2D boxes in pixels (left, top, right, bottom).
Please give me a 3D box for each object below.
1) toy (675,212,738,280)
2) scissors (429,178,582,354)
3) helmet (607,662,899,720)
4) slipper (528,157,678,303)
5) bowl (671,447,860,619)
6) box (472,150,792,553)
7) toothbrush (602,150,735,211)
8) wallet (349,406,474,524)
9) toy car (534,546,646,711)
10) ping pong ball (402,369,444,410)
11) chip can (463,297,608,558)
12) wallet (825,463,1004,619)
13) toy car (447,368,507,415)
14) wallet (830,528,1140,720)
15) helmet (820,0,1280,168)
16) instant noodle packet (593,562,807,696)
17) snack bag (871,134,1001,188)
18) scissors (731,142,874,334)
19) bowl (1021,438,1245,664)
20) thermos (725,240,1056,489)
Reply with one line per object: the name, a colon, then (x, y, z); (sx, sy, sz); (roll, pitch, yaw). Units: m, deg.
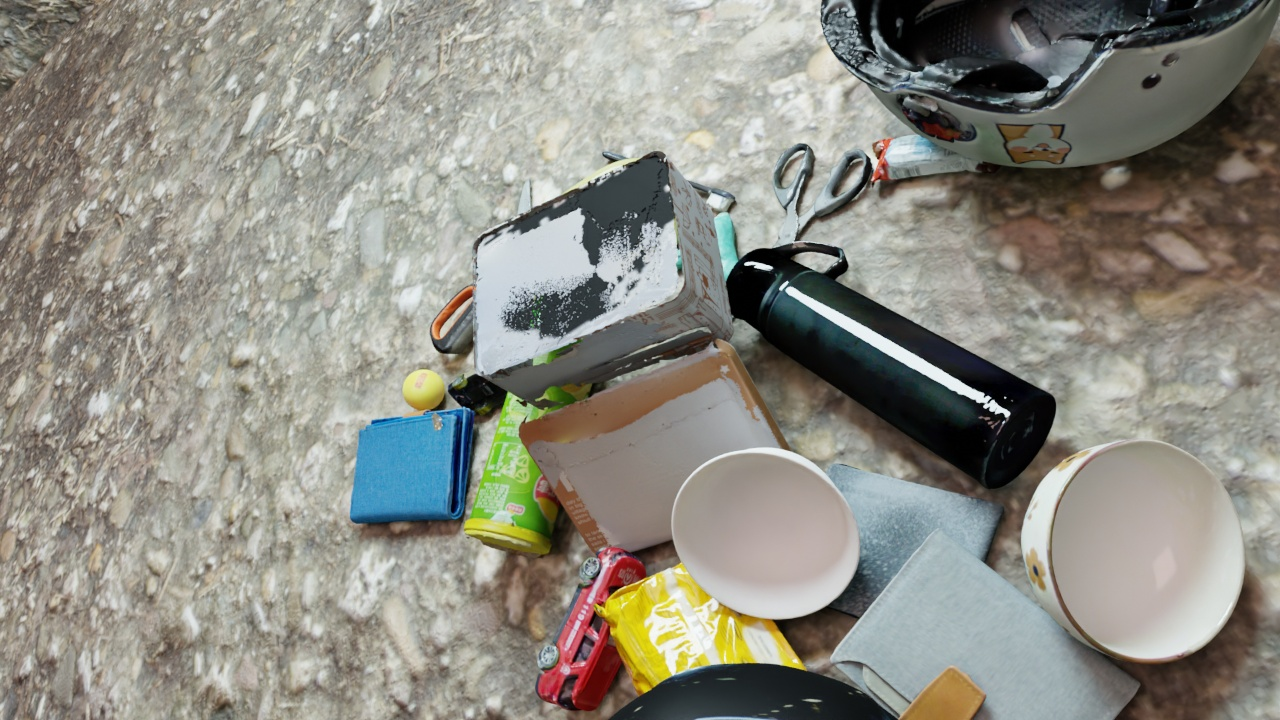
toy: (0.058, -0.085, 0.775); (0.097, 0.030, 0.091); (-25, 45, 30)
scissors: (-0.120, -0.083, 0.910); (0.221, 0.021, 0.224); (-39, 50, 4)
helmet: (0.055, 0.256, 0.428); (0.234, 0.275, 0.229); (2, 37, 13)
slipper: (-0.048, -0.119, 0.828); (0.190, 0.092, 0.081); (-26, 21, 5)
bowl: (0.085, 0.100, 0.599); (0.118, 0.118, 0.064); (-22, 11, 25)
box: (-0.011, 0.003, 0.661); (0.179, 0.130, 0.272); (-21, 84, 24)
toothbrush: (0.020, -0.171, 0.859); (0.181, 0.015, 0.018); (32, 94, 42)
wallet: (-0.215, 0.099, 0.860); (0.133, 0.040, 0.106); (-9, 69, 32)
toy car: (-0.031, 0.195, 0.665); (0.045, 0.053, 0.120); (14, 77, 39)
ping pong ball: (-0.211, 0.029, 0.894); (0.040, 0.040, 0.040); (-17, 56, 27)
chip can: (-0.083, 0.049, 0.770); (0.073, 0.072, 0.221); (-1, 65, 35)
wallet: (0.160, 0.123, 0.592); (0.121, 0.019, 0.097); (12, 70, 41)
toy car: (-0.135, 0.017, 0.845); (0.091, 0.042, 0.035); (-24, 31, 30)
wallet: (0.186, 0.175, 0.513); (0.130, 0.037, 0.106); (40, 90, 27)
helmet: (0.273, -0.219, 0.609); (0.275, 0.157, 0.229); (11, 67, 42)
instant noodle packet: (0.041, 0.194, 0.602); (0.110, 0.044, 0.128); (-24, 51, -8)
snack bag: (0.223, -0.157, 0.697); (0.105, 0.026, 0.045); (2, 58, 35)
scissors: (0.123, -0.108, 0.754); (0.163, 0.014, 0.165); (-31, 53, 21)
bowl: (0.252, 0.099, 0.494); (0.113, 0.113, 0.062); (-62, 7, -9)
thermos: (0.164, -0.015, 0.630); (0.090, 0.068, 0.242); (-47, 49, -4)
